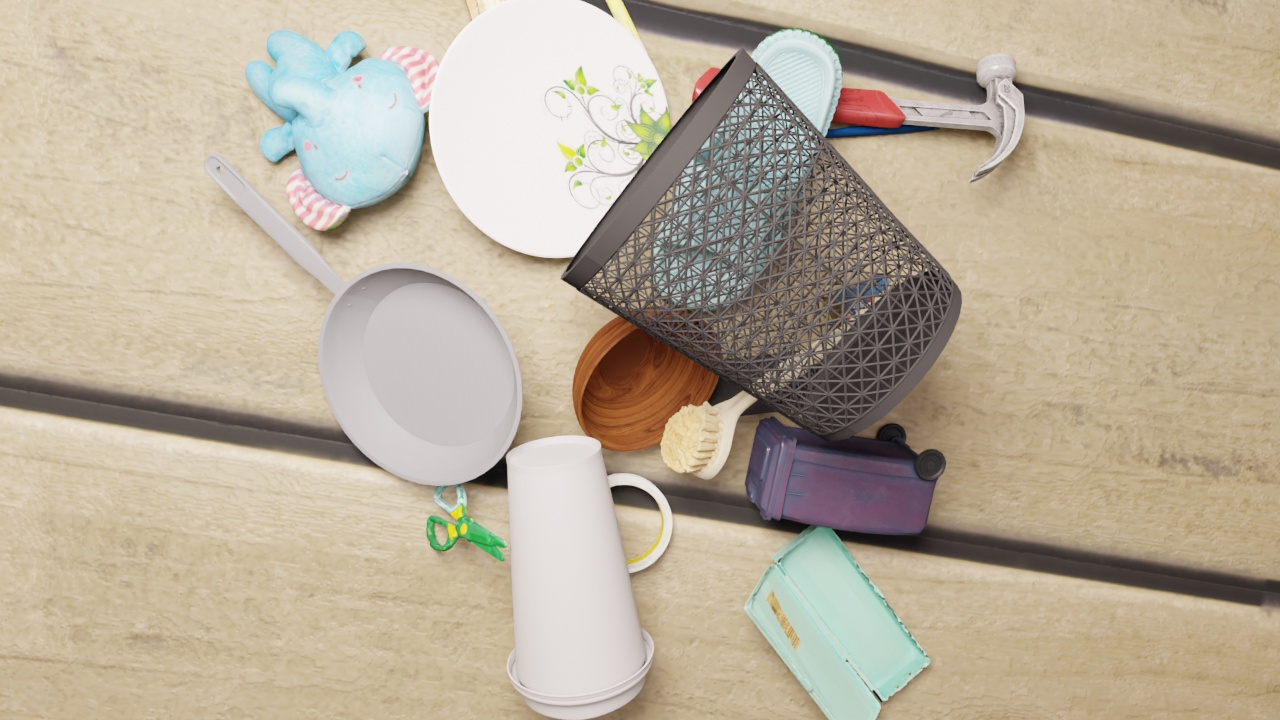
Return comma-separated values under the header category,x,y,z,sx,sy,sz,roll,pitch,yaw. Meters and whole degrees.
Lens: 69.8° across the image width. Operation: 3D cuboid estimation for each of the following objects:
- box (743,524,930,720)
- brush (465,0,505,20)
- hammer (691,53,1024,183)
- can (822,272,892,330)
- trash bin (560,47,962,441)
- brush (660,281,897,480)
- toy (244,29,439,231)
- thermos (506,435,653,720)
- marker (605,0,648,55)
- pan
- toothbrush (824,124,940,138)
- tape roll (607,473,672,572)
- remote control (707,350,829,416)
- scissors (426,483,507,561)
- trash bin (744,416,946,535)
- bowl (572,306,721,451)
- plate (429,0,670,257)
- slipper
category,x,y,z,sx,sy,sz,roll,pitch,yaw
box,0.188,0.266,0.894,0.137,0.057,0.187,-39,96,-22
brush,-0.137,-0.340,0.832,0.049,0.039,0.117,-18,96,-8
hammer,0.207,-0.240,0.873,0.315,0.036,0.126,4,73,-3
can,0.223,-0.028,0.885,0.059,0.054,0.100,-23,95,-5
trash bin,0.100,-0.074,0.715,0.243,0.217,0.217,38,87,-9
brush,0.133,0.015,0.838,0.272,0.077,0.062,-38,57,2
toy,-0.268,-0.218,0.790,0.180,0.114,0.183,41,97,3
thermos,-0.062,0.184,0.804,0.131,0.131,0.222,-8,103,-7
marker,-0.017,-0.322,0.861,0.014,0.014,0.132,-27,96,-6
pan,-0.242,-0.046,0.798,0.201,0.050,0.356,-42,90,26
toothbrush,0.202,-0.226,0.892,0.190,0.016,0.017,-6,80,-7
tape roll,-0.017,0.156,0.879,0.094,0.019,0.094,0,93,-7
remote control,0.126,0.022,0.894,0.133,0.013,0.058,-6,93,-7
scissors,-0.152,0.144,0.818,0.014,0.131,0.071,14,85,-43
trash bin,0.187,0.106,0.867,0.160,0.093,0.092,9,100,-9
bowl,-0.005,0.005,0.840,0.147,0.069,0.147,-19,132,-22
plate,-0.081,-0.209,0.835,0.229,0.030,0.229,-4,100,-25
slipper,0.098,-0.167,0.832,0.116,0.069,0.276,24,102,-5
